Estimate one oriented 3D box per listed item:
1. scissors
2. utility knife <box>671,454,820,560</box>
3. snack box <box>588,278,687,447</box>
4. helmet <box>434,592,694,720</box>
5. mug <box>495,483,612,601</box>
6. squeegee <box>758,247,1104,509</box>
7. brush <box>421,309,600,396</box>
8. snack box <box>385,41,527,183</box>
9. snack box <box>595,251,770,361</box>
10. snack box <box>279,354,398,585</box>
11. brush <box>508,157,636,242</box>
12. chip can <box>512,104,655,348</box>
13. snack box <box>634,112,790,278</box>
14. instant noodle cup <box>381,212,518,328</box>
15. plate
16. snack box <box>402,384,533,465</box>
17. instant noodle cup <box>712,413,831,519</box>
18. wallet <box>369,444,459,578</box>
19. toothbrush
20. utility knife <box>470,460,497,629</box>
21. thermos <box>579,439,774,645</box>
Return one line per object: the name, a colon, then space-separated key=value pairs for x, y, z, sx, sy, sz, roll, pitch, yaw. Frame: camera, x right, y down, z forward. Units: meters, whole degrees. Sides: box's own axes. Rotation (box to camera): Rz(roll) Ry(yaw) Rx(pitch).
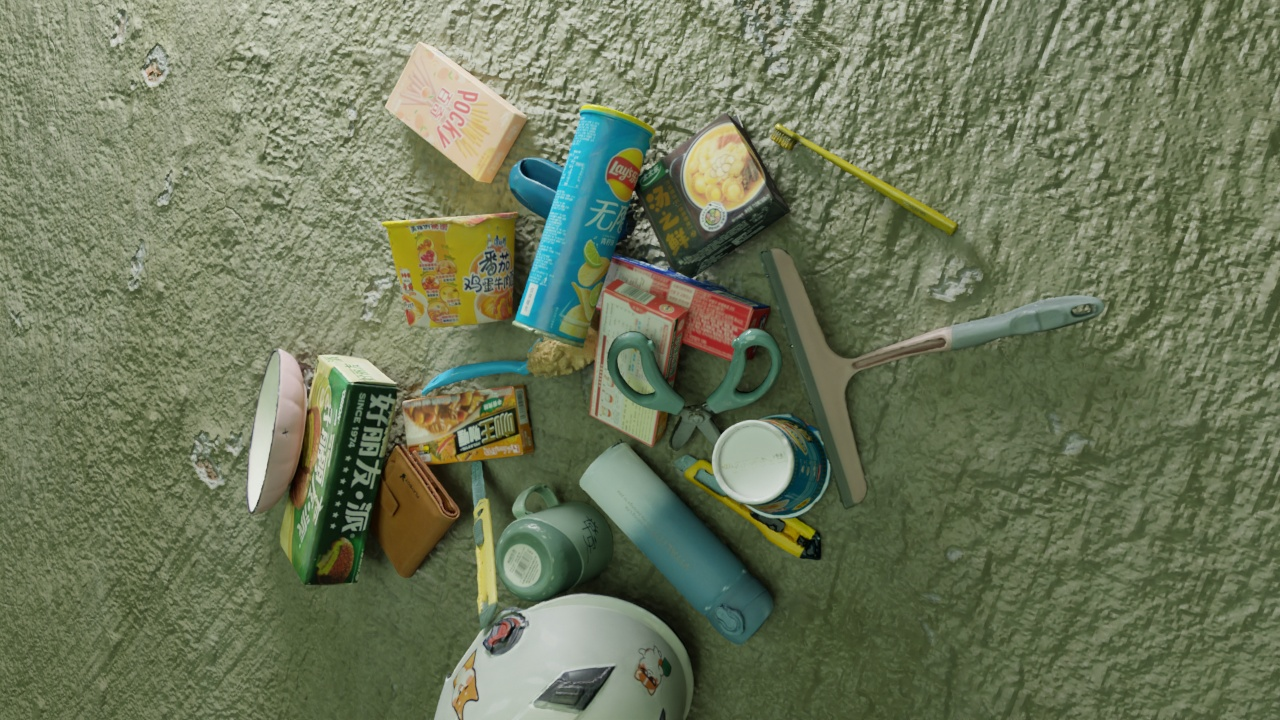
scissors: x=0.037 y=0.020 z=0.835 sx=0.181 sy=0.019 sz=0.171 roll=19 pitch=131 yaw=-14
utility knife: x=0.100 y=0.138 z=0.876 sx=0.170 sy=0.015 sz=0.033 roll=31 pitch=102 yaw=21
snack box: x=-0.005 y=0.005 z=0.876 sx=0.077 sy=0.026 sz=0.156 roll=25 pitch=131 yaw=20
helmet: x=-0.081 y=0.359 z=0.853 sx=0.275 sy=0.156 sz=0.230 roll=-38 pitch=106 yaw=22
mug: x=-0.093 y=0.178 z=0.920 sx=0.082 sy=0.106 sz=0.111 roll=-28 pitch=79 yaw=24
squeegee: x=0.259 y=-0.015 z=0.782 sx=0.250 sy=0.040 sz=0.248 roll=-16 pitch=101 yaw=20
brush: x=-0.138 y=0.002 z=0.961 sx=0.255 sy=0.083 sz=0.046 roll=-14 pitch=119 yaw=32
snack box: x=-0.203 y=-0.271 z=0.999 sx=0.157 sy=0.026 sz=0.085 roll=39 pitch=108 yaw=19
snack box: x=0.018 y=-0.060 z=0.886 sx=0.208 sy=0.057 sz=0.058 roll=22 pitch=103 yaw=23
snack box: x=-0.343 y=0.122 z=1.039 sx=0.114 sy=0.063 sz=0.240 roll=27 pitch=105 yaw=52
brush: x=-0.075 y=-0.159 z=0.917 sx=0.144 sy=0.073 sz=0.055 roll=31 pitch=112 yaw=20
chip can: x=-0.052 y=-0.121 z=0.842 sx=0.071 sy=0.071 sz=0.210 roll=19 pitch=93 yaw=24
snack box: x=0.060 y=-0.158 z=0.849 sx=0.113 sy=0.053 sz=0.125 roll=-33 pitch=66 yaw=21
instant noodle cup: x=-0.191 y=-0.094 z=0.947 sx=0.138 sy=0.137 sz=0.110 roll=1 pitch=100 yaw=25
plate: x=-0.422 y=0.084 z=1.070 sx=0.193 sy=0.039 sz=0.192 roll=-29 pitch=57 yaw=56
snack box: x=-0.191 y=0.072 z=1.007 sx=0.154 sy=0.026 sz=0.075 roll=-8 pitch=89 yaw=26
instant noodle cup: x=0.110 y=0.091 z=0.809 sx=0.099 sy=0.110 sz=0.099 roll=-3 pitch=81 yaw=21
wallet: x=-0.261 y=0.168 z=1.025 sx=0.108 sy=0.031 sz=0.132 roll=51 pitch=127 yaw=14
toothbrush: x=0.196 y=-0.161 z=0.819 sx=0.190 sy=0.015 sz=0.017 roll=35 pitch=110 yaw=20
utility knife: x=-0.161 y=0.179 z=0.941 sx=0.031 sy=0.022 sz=0.212 roll=-41 pitch=33 yaw=21
thermos: x=0.035 y=0.174 z=0.880 sx=0.220 sy=0.070 sz=0.070 roll=44 pitch=109 yaw=18
